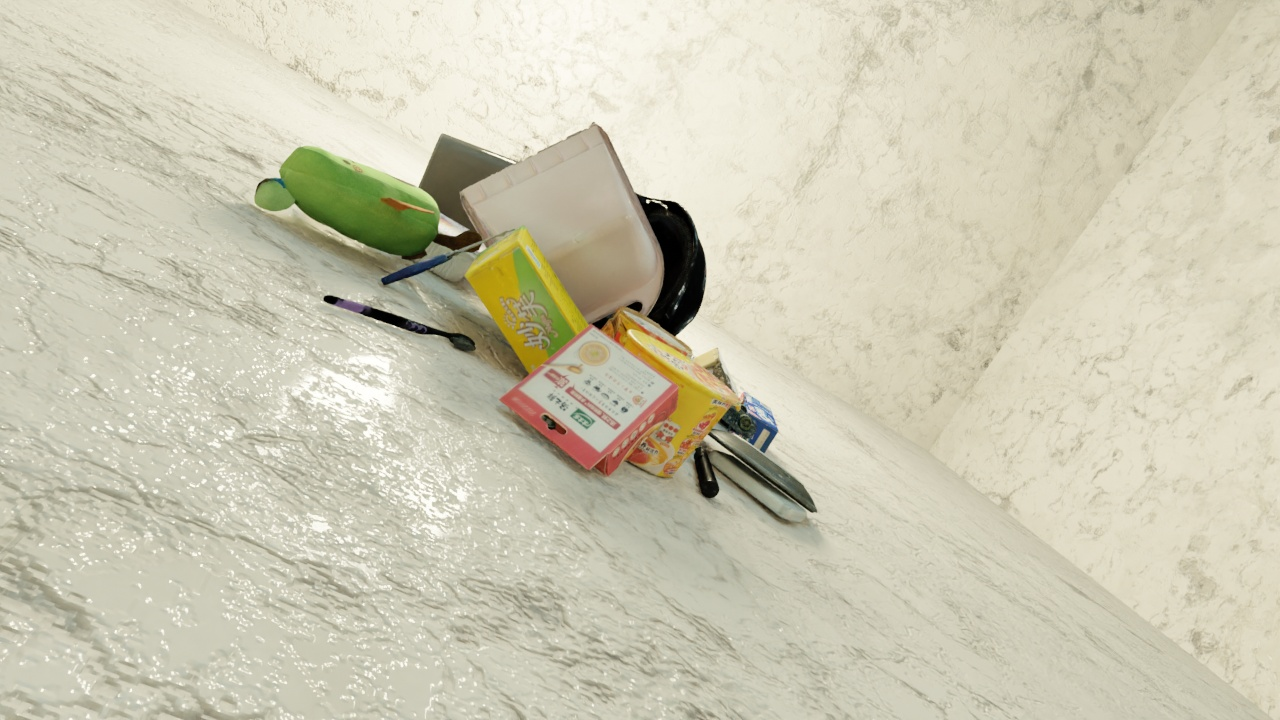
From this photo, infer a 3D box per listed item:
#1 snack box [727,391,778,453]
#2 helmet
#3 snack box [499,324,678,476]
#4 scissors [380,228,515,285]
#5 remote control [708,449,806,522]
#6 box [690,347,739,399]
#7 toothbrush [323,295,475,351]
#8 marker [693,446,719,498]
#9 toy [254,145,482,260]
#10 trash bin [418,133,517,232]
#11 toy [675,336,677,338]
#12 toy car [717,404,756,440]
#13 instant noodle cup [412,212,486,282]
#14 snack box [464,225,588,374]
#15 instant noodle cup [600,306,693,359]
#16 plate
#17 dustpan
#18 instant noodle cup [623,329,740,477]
[{"bbox_3d":[0.172,0.098,1.424,0.057,0.058,0.207,32,8,0],"label":"snack box"},{"bbox_3d":[-0.016,-0.121,1.351,0.275,0.233,0.230,-5,-22,29],"label":"helmet"},{"bbox_3d":[-0.047,0.042,0.859,0.113,0.126,0.044,36,-32,21],"label":"snack box"},{"bbox_3d":[-0.223,-0.118,1.048,0.161,0.176,0.012,-31,103,-45],"label":"scissors"},{"bbox_3d":[0.141,0.153,1.119,0.136,0.020,0.055,36,7,37],"label":"remote control"},{"bbox_3d":[0.119,0.032,1.505,0.184,0.059,0.090,-60,125,-84],"label":"box"},{"bbox_3d":[-0.227,-0.034,0.889,0.188,0.014,0.016,21,26,-53],"label":"toothbrush"},{"bbox_3d":[0.073,0.125,1.035,0.020,0.022,0.132,-10,10,1],"label":"marker"},{"bbox_3d":[-0.310,-0.176,1.065,0.227,0.090,0.246,8,-11,38],"label":"toy"},{"bbox_3d":[-0.250,-0.250,1.486,0.219,0.199,0.198,23,9,-15],"label":"trash bin"},{"bbox_3d":[0.026,-0.019,1.527,0.226,0.082,0.143,42,13,28],"label":"toy"},{"bbox_3d":[0.105,0.059,1.216,0.120,0.037,0.054,42,11,-10],"label":"toy car"},{"bbox_3d":[-0.282,-0.164,1.275,0.138,0.060,0.173,31,10,-14],"label":"instant noodle cup"},{"bbox_3d":[-0.121,-0.063,1.047,0.158,0.070,0.210,58,2,-14],"label":"snack box"},{"bbox_3d":[-0.007,0.007,1.126,0.138,0.109,0.138,32,8,-5],"label":"instant noodle cup"},{"bbox_3d":[0.155,0.132,1.166,0.179,0.024,0.179,38,-2,2],"label":"plate"},{"bbox_3d":[-0.096,-0.158,1.244,0.139,0.222,0.273,66,-1,-49],"label":"dustpan"},{"bbox_3d":[0.017,0.049,0.964,0.138,0.110,0.138,31,8,-5],"label":"instant noodle cup"}]
